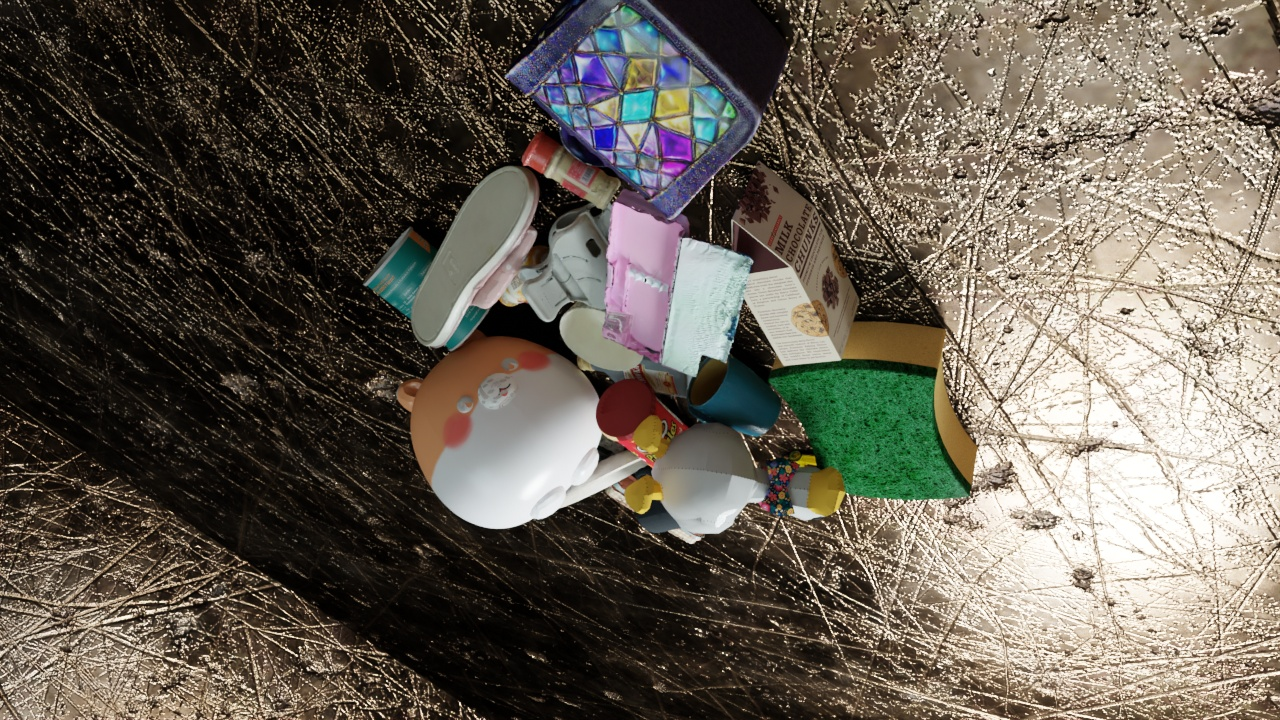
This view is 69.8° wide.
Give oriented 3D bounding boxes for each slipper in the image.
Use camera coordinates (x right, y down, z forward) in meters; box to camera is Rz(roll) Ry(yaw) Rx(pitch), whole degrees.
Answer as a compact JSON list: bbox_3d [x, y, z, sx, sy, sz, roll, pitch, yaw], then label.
[{"bbox_3d":[-0.197,-0.121,1.120,0.054,0.114,0.275,7,134,-46],"label":"slipper"}]

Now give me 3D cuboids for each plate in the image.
[{"bbox_3d":[-0.053,0.171,1.400,0.189,0.188,0.027,-41,73,52],"label":"plate"}]

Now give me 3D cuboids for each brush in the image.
[{"bbox_3d":[0.287,0.067,1.120,0.195,0.075,0.250,-1,137,32],"label":"brush"}]

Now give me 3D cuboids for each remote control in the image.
[{"bbox_3d":[-0.051,0.123,1.433,0.060,0.028,0.115,29,145,-5],"label":"remote control"}]

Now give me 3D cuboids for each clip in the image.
[{"bbox_3d":[-0.073,-0.108,1.086,0.147,0.081,0.125,-33,122,1],"label":"clip"}]

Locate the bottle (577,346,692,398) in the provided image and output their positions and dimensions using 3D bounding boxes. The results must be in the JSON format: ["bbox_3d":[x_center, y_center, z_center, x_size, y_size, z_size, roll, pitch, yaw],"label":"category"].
[{"bbox_3d":[-0.007,0.007,1.246,0.161,0.046,0.072,9,141,21],"label":"bottle"}]

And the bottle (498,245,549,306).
[{"bbox_3d":[-0.143,-0.103,1.174,0.063,0.063,0.109,41,142,-21],"label":"bottle"}]

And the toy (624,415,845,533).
[{"bbox_3d":[0.111,0.154,1.170,0.267,0.140,0.247,13,167,-21],"label":"toy"}]

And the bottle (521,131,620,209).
[{"bbox_3d":[-0.077,-0.210,1.019,0.109,0.044,0.044,30,144,-8],"label":"bottle"}]

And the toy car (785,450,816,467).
[{"bbox_3d":[0.249,0.152,1.291,0.107,0.030,0.049,-2,137,35],"label":"toy car"}]

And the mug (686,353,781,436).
[{"bbox_3d":[0.117,0.054,1.198,0.104,0.084,0.112,32,138,-23],"label":"mug"}]

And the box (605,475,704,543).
[{"bbox_3d":[0.024,0.249,1.533,0.187,0.053,0.058,34,-176,-11],"label":"box"}]

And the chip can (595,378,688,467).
[{"bbox_3d":[0.026,0.108,1.274,0.087,0.087,0.213,0,154,31],"label":"chip can"}]

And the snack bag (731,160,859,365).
[{"bbox_3d":[0.154,-0.101,0.972,0.070,0.094,0.206,-6,134,36],"label":"snack bag"}]

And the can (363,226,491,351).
[{"bbox_3d":[-0.283,-0.096,1.236,0.144,0.099,0.099,40,142,-19],"label":"can"}]

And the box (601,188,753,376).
[{"bbox_3d":[0.035,-0.069,1.005,0.159,0.035,0.231,27,147,14],"label":"box"}]

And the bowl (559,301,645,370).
[{"bbox_3d":[-0.040,-0.047,1.183,0.115,0.062,0.115,16,143,12],"label":"bowl"}]

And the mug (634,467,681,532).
[{"bbox_3d":[0.039,0.211,1.445,0.095,0.085,0.121,-23,117,45],"label":"mug"}]

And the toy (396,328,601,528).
[{"bbox_3d":[-0.194,0.089,1.286,0.281,0.262,0.266,42,158,10],"label":"toy"}]

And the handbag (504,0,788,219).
[{"bbox_3d":[0.001,-0.252,0.848,0.205,0.125,0.223,39,140,-18],"label":"handbag"}]
